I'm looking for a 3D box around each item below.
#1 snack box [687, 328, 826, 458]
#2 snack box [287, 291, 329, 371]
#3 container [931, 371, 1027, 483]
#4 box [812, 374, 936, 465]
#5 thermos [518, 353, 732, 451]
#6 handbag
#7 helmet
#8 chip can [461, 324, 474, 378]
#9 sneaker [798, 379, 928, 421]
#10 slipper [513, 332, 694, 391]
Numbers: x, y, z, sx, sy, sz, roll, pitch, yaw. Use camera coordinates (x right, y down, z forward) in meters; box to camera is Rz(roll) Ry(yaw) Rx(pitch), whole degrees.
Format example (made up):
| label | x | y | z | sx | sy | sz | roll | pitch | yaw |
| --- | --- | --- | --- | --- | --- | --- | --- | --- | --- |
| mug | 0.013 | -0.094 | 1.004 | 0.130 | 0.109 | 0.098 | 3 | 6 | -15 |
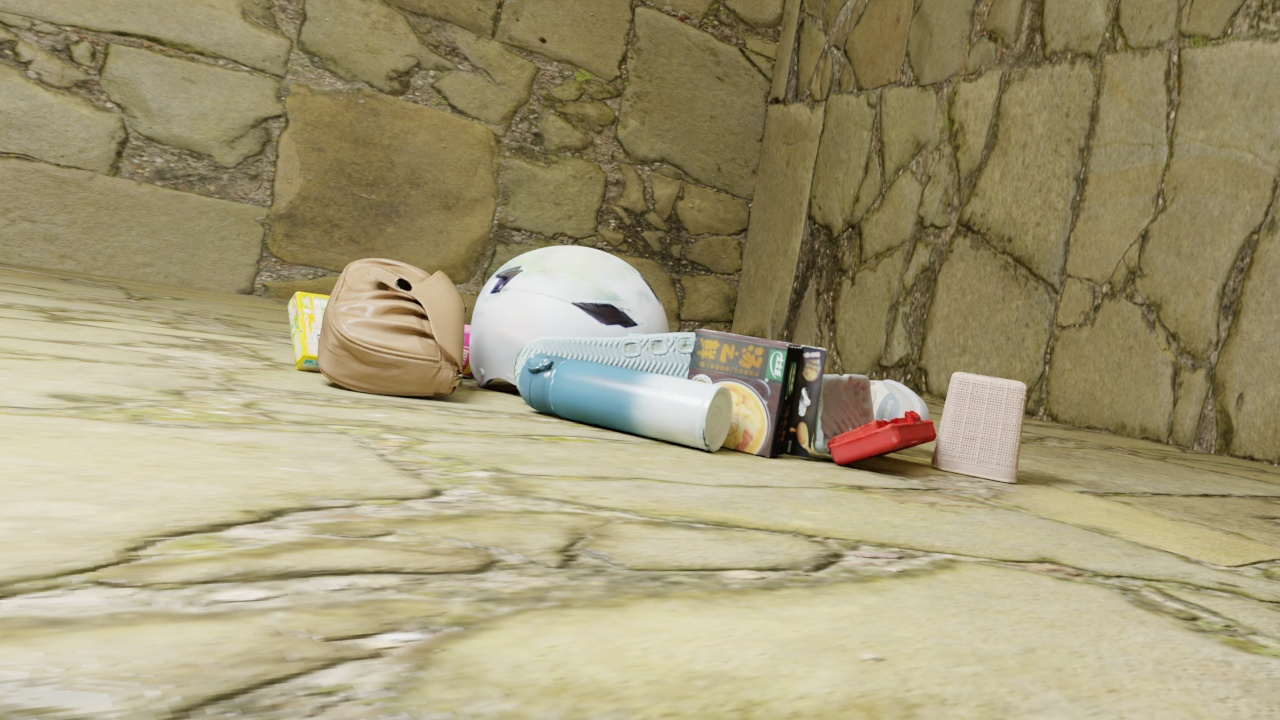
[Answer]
| label | x | y | z | sx | sy | sz | roll | pitch | yaw |
| --- | --- | --- | --- | --- | --- | --- | --- | --- | --- |
| snack box | 0.110 | 0.033 | 0.919 | 0.126 | 0.113 | 0.053 | 10 | 4 | 30 |
| snack box | -0.325 | -0.027 | 1.046 | 0.140 | 0.086 | 0.034 | 8 | -37 | -42 |
| container | 0.385 | 0.073 | 1.040 | 0.090 | 0.111 | 0.089 | 10 | 3 | 17 |
| box | 0.245 | 0.054 | 0.990 | 0.095 | 0.101 | 0.201 | -22 | -12 | 26 |
| thermos | -0.020 | 0.038 | 0.912 | 0.221 | 0.070 | 0.070 | 11 | 3 | 27 |
| handbag | -0.255 | -0.041 | 0.968 | 0.147 | 0.100 | 0.204 | 15 | 26 | -18 |
| helmet | -0.087 | -0.063 | 1.130 | 0.259 | 0.146 | 0.228 | 6 | 27 | 22 |
| chip can | -0.294 | -0.020 | 1.155 | 0.210 | 0.071 | 0.071 | 6 | 4 | -40 |
| sneaker | 0.257 | 0.054 | 1.183 | 0.090 | 0.089 | 0.243 | 25 | -10 | -30 |
| slipper | -0.016 | 0.018 | 1.015 | 0.245 | 0.104 | 0.074 | 3 | 1 | 5 |
